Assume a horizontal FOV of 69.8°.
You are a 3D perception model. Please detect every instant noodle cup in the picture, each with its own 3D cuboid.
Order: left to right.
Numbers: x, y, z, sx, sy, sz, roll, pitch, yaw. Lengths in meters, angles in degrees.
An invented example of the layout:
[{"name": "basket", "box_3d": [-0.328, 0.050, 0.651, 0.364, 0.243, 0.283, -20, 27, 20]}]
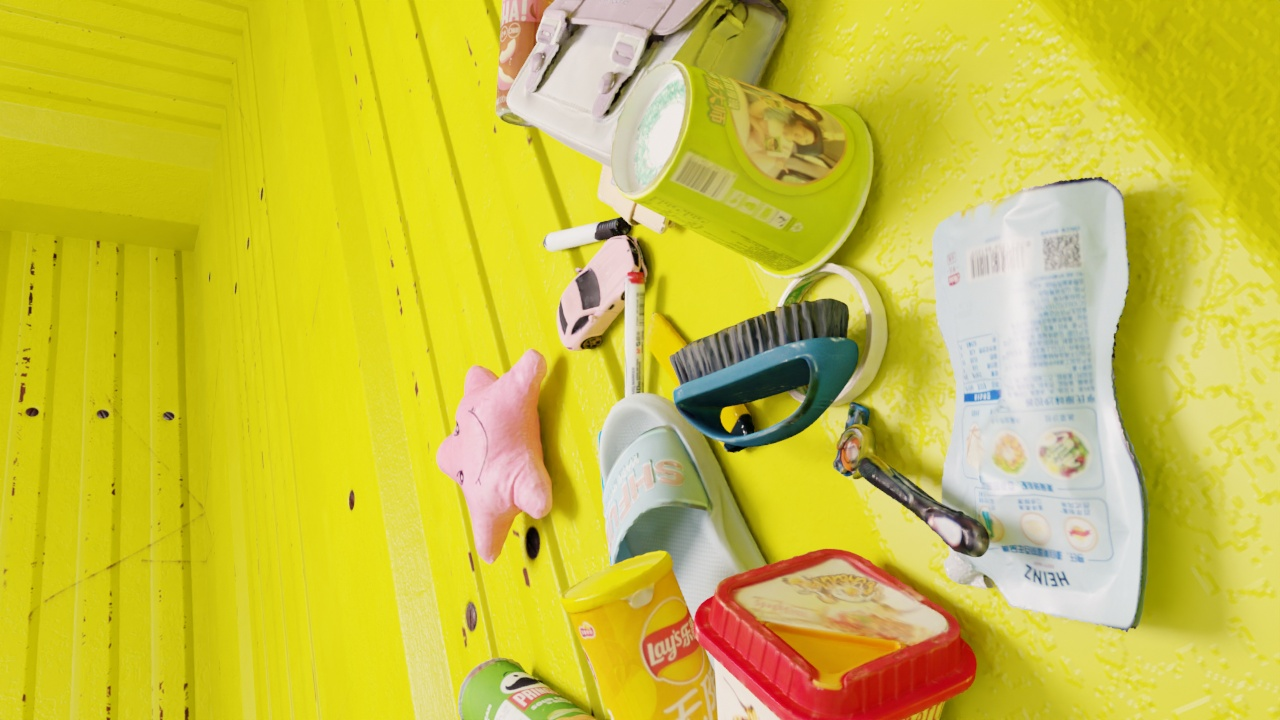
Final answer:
[{"name": "instant noodle cup", "box_3d": [0.052, -0.117, 0.540, 0.112, 0.123, 0.111, -30, 53, 50]}, {"name": "instant noodle cup", "box_3d": [0.095, 0.181, 0.476, 0.117, 0.116, 0.124, 28, 122, 55]}]

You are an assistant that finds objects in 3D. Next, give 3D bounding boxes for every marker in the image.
[{"name": "marker", "box_3d": [-0.051, -0.109, 0.804, 0.131, 0.022, 0.018, -1, 119, 56]}, {"name": "marker", "box_3d": [-0.004, 0.004, 0.712, 0.017, 0.017, 0.145, 4, 94, 57]}]

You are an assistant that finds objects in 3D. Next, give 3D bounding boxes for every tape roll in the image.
[{"name": "tape roll", "box_3d": [0.111, -0.015, 0.550, 0.086, 0.013, 0.085, -10, 78, 56]}]

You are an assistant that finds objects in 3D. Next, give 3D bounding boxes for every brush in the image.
[{"name": "brush", "box_3d": [0.071, 0.014, 0.543, 0.144, 0.055, 0.073, -25, 65, 53]}]

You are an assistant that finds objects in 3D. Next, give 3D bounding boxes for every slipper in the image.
[{"name": "slipper", "box_3d": [0.021, 0.129, 0.618, 0.104, 0.074, 0.245, -62, 42, 34]}]

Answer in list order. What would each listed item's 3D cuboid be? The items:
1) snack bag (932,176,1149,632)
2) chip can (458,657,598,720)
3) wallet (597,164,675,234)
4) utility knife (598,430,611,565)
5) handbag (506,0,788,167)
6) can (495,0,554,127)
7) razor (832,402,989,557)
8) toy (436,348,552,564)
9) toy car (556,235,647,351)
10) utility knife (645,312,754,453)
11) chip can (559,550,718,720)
[{"name": "snack bag", "box_3d": [0.178, 0.020, 0.422, 0.110, 0.038, 0.191, -10, 80, 56]}, {"name": "chip can", "box_3d": [-0.071, 0.309, 0.740, 0.236, 0.072, 0.072, 2, 88, 57]}, {"name": "wallet", "box_3d": [0.004, -0.150, 0.725, 0.115, 0.024, 0.087, 40, 114, 50]}, {"name": "utility knife", "box_3d": [-0.012, 0.162, 0.714, 0.034, 0.018, 0.225, -26, 64, 51]}, {"name": "handbag", "box_3d": [-0.005, -0.214, 0.664, 0.145, 0.098, 0.197, -59, 38, 5]}, {"name": "can", "box_3d": [-0.105, -0.302, 0.874, 0.058, 0.057, 0.147, 1, 88, 57]}, {"name": "razor", "box_3d": [0.131, 0.063, 0.472, 0.142, 0.022, 0.043, -130, 49, -68]}, {"name": "toy", "box_3d": [-0.141, 0.093, 0.867, 0.179, 0.074, 0.194, -17, 71, 46]}, {"name": "toy car", "box_3d": [-0.037, -0.055, 0.763, 0.123, 0.037, 0.056, -47, 51, 43]}, {"name": "utility knife", "box_3d": [0.041, 0.012, 0.655, 0.033, 0.015, 0.156, -62, 39, 23]}, {"name": "chip can", "box_3d": [0.024, 0.224, 0.544, 0.072, 0.071, 0.213, -24, 88, 54]}]
